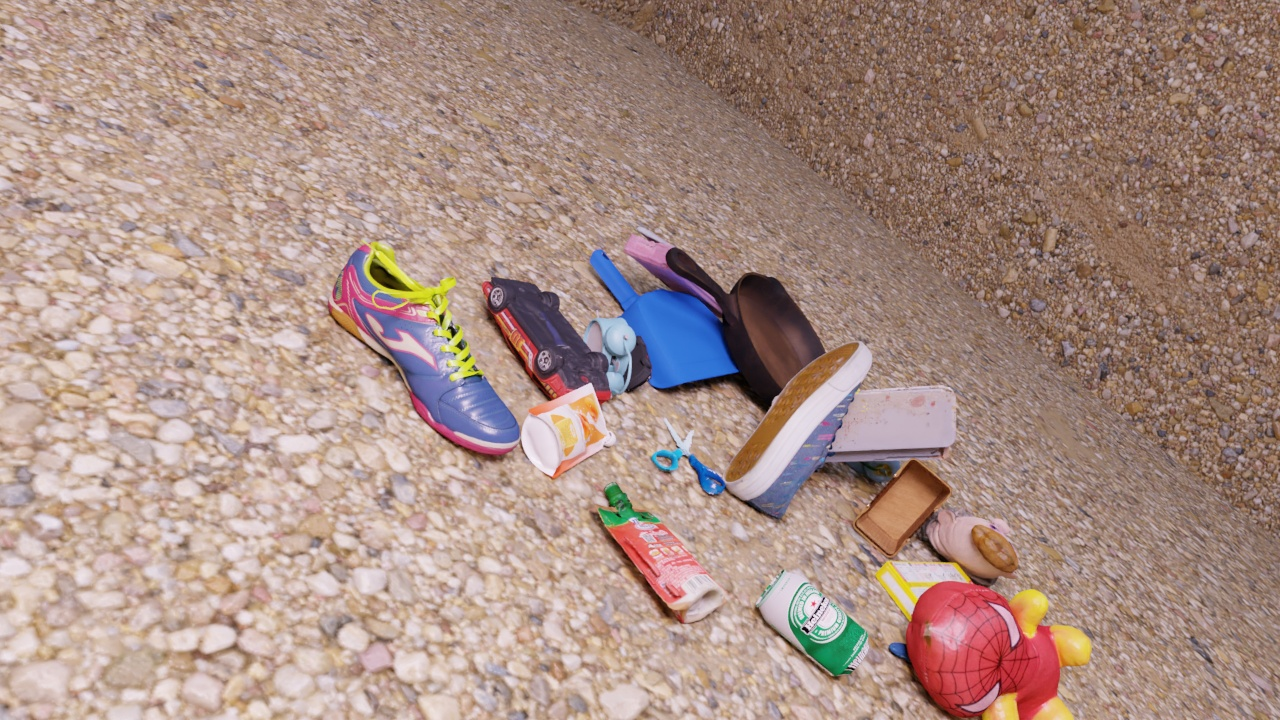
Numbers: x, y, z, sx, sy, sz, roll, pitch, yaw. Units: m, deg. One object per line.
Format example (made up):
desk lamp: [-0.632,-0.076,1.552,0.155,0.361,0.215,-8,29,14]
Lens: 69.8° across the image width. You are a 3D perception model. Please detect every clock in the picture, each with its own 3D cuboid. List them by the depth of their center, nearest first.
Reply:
clock: [-0.031,-0.005,1.023,0.042,0.087,0.123,6,23,-24]
clock: [0.313,0.113,1.274,0.118,0.060,0.161,38,28,5]

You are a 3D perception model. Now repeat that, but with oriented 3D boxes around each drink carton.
drink carton: [-0.065,0.066,0.895,0.122,0.039,0.069,-25,96,-62]

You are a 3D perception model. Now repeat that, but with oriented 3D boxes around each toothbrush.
toothbrush: [0.304,0.307,0.955,0.132,0.016,0.021,17,29,-29]

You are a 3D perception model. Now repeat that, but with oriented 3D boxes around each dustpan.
dustpan: [0.025,-0.064,1.238,0.257,0.060,0.245,54,29,17]

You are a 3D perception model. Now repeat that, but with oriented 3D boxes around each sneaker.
sneaker: [-0.189,-0.016,0.832,0.242,0.091,0.116,42,23,16]
sneaker: [0.191,0.079,1.040,0.079,0.235,0.087,47,-18,-14]

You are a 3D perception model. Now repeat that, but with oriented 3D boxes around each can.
can: [0.158,0.241,0.841,0.101,0.053,0.053,39,24,9]

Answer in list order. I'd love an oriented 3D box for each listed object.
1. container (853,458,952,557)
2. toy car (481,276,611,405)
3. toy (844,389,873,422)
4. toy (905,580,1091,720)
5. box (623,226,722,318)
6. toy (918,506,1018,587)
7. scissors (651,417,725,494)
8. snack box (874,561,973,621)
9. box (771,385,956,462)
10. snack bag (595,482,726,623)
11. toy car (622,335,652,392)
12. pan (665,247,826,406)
container: [0.318,0.175,1.112,0.063,0.114,0.061,42,12,16]
toy car: [-0.104,-0.023,0.997,0.081,0.056,0.189,7,38,-49]
toy: [0.267,0.052,1.219,0.095,0.041,0.094,15,28,-24]
toy: [0.350,0.296,0.914,0.216,0.099,0.147,26,69,-24]
box: [0.069,-0.119,1.304,0.098,0.046,0.232,24,-4,33]
toy: [0.414,0.223,1.124,0.132,0.076,0.176,38,-6,2]
scissors: [0.058,0.107,1.020,0.103,0.015,0.133,30,20,0]
snack box: [0.342,0.269,1.060,0.152,0.025,0.075,12,32,-40]
box: [0.270,0.080,1.135,0.216,0.095,0.107,-2,1,5]
snack bag: [0.012,0.164,0.825,0.087,0.044,0.155,14,26,-48]
toy car: [-0.006,0.006,1.090,0.036,0.042,0.091,50,14,-33]
pan: [0.146,-0.043,1.237,0.356,0.043,0.248,34,38,-35]
